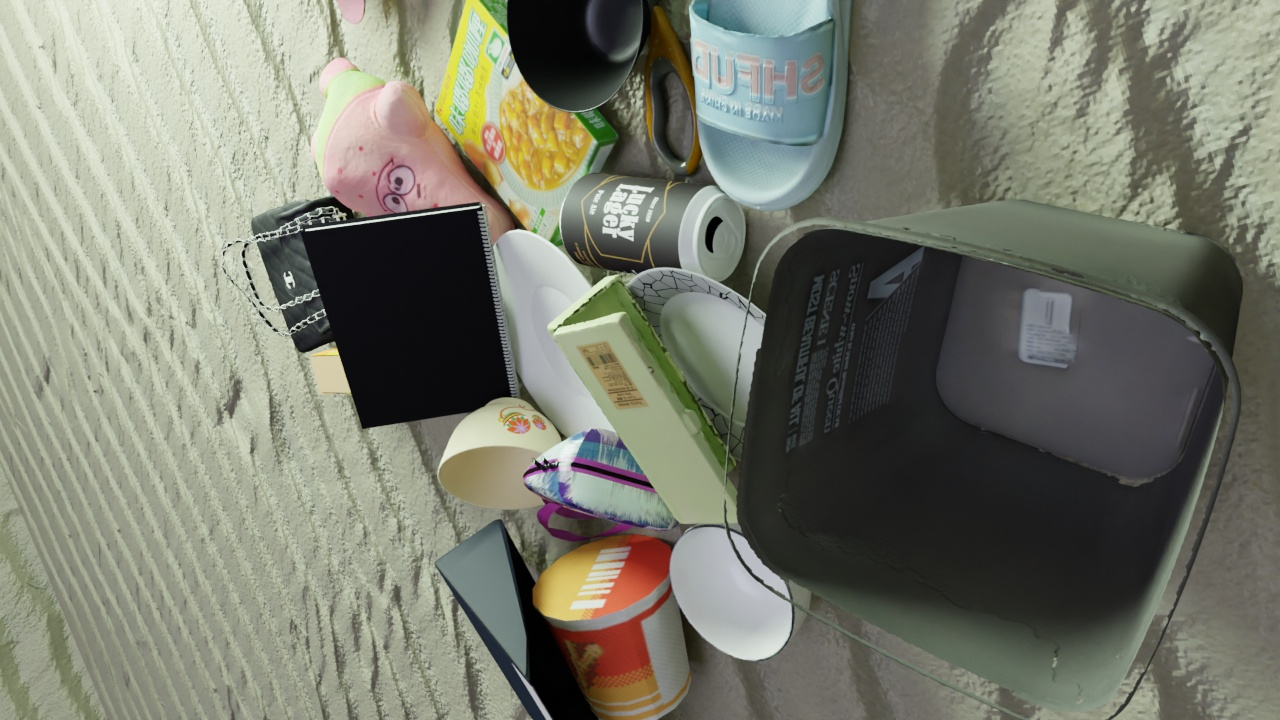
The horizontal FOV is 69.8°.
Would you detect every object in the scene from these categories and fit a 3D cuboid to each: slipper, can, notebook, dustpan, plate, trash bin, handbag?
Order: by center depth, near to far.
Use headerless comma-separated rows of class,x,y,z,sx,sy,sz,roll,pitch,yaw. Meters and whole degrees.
trash bin,0.188,0.017,0.463,0.198,0.219,0.198,22,120,33
slipper,0.076,-0.216,0.568,0.104,0.074,0.246,22,119,34
plate,0.063,0.006,0.668,0.188,0.016,0.189,34,150,22
can,0.006,-0.097,0.674,0.129,0.071,0.072,14,115,36
plate,-0.065,-0.014,0.777,0.208,0.015,0.209,38,144,35
handbag,-0.041,0.121,0.784,0.170,0.144,0.067,135,149,-59
notebook,-0.194,-0.034,0.807,0.016,0.149,0.207,-106,10,-53
dustpan,-0.095,0.254,0.842,0.273,0.080,0.236,30,148,49
handbag,-0.343,-0.091,0.946,0.125,0.114,0.153,-14,93,40

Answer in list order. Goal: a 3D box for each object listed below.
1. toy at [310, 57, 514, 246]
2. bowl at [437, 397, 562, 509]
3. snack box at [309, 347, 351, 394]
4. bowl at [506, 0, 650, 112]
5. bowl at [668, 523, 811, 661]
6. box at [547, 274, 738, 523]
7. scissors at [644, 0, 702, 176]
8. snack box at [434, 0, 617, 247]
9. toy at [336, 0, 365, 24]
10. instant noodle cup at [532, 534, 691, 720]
toy,-0.213,-0.168,0.822,0.237,0.096,0.193,36,136,12
bowl,-0.123,0.077,0.843,0.118,0.118,0.073,-42,38,42
snack box,-0.256,0.001,0.924,0.126,0.088,0.040,-1,106,41
bowl,-0.031,-0.238,0.641,0.124,0.052,0.124,14,114,36
bowl,0.085,0.168,0.716,0.113,0.063,0.113,17,117,35
box,0.016,0.029,0.672,0.092,0.083,0.188,-11,121,38
scissors,-0.011,-0.245,0.669,0.225,0.016,0.225,5,110,39
snack box,-0.099,-0.192,0.744,0.168,0.027,0.132,52,142,13
toy,-0.264,-0.392,0.781,0.238,0.087,0.190,22,107,39
instant noodle cup,-0.016,0.237,0.799,0.124,0.123,0.121,-1,114,41
